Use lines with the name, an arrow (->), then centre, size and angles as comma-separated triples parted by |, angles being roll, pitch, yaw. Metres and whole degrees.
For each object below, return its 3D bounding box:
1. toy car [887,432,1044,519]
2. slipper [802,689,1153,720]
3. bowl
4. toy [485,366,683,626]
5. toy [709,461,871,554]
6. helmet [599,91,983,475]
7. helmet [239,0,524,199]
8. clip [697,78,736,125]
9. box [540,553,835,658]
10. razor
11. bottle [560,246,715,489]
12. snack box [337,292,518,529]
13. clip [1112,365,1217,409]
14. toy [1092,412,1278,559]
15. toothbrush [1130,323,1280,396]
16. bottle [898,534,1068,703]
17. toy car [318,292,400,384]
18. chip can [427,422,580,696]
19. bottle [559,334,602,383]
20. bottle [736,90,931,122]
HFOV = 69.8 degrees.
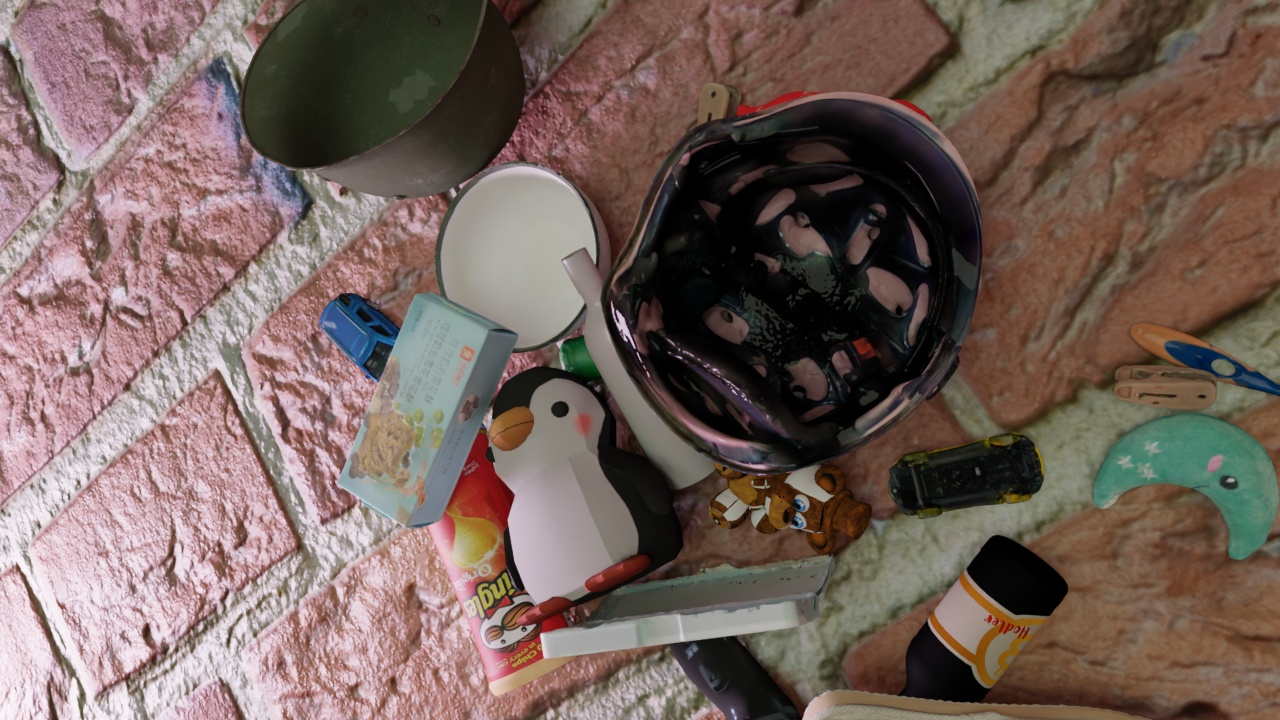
toy car -> 0.229, 0.082, 0.652 | 0.107, 0.030, 0.049 | -14, 87, 21
slipper -> 0.238, 0.272, 0.605 | 0.263, 0.052, 0.115 | 4, 117, 10
bowl -> -0.089, -0.083, 0.764 | 0.154, 0.072, 0.153 | 1, 92, 23
toy -> -0.050, 0.092, 0.725 | 0.159, 0.140, 0.184 | -34, 72, 29
toy -> 0.113, 0.101, 0.687 | 0.113, 0.067, 0.087 | 23, 125, 34
helmet -> 0.115, -0.049, 0.632 | 0.230, 0.152, 0.256 | 38, 104, 21
helmet -> -0.199, -0.225, 0.760 | 0.268, 0.153, 0.226 | 0, 74, 24
clip -> 0.056, -0.188, 0.718 | 0.026, 0.061, 0.049 | 27, 74, 20
box -> 0.039, 0.187, 0.681 | 0.197, 0.135, 0.044 | -14, 88, 23
razor -> 0.067, 0.250, 0.710 | 0.140, 0.063, 0.053 | 46, 106, 19
bottle -> -0.004, 0.004, 0.702 | 0.053, 0.052, 0.195 | -23, 105, 22
snack box -> -0.168, 0.039, 0.729 | 0.075, 0.053, 0.175 | 27, 98, 20
clip -> 0.341, 0.018, 0.599 | 0.061, 0.049, 0.026 | 40, 147, 46
toy -> 0.360, 0.077, 0.596 | 0.105, 0.033, 0.085 | 23, 111, 20
toothbrush -> 0.385, 0.008, 0.592 | 0.135, 0.017, 0.021 | 29, 99, 23
bottle -> 0.220, 0.211, 0.645 | 0.059, 0.059, 0.182 | 36, 105, 19
toy car -> -0.250, -0.014, 0.852 | 0.120, 0.043, 0.056 | 39, 106, 17
chip can -> -0.128, 0.166, 0.782 | 0.087, 0.087, 0.213 | -30, 79, 21
bottle -> -0.011, -0.015, 0.749 | 0.111, 0.043, 0.043 | -20, 83, 22
bottle -> 0.140, -0.176, 0.678 | 0.142, 0.041, 0.042 | 13, 97, 23
